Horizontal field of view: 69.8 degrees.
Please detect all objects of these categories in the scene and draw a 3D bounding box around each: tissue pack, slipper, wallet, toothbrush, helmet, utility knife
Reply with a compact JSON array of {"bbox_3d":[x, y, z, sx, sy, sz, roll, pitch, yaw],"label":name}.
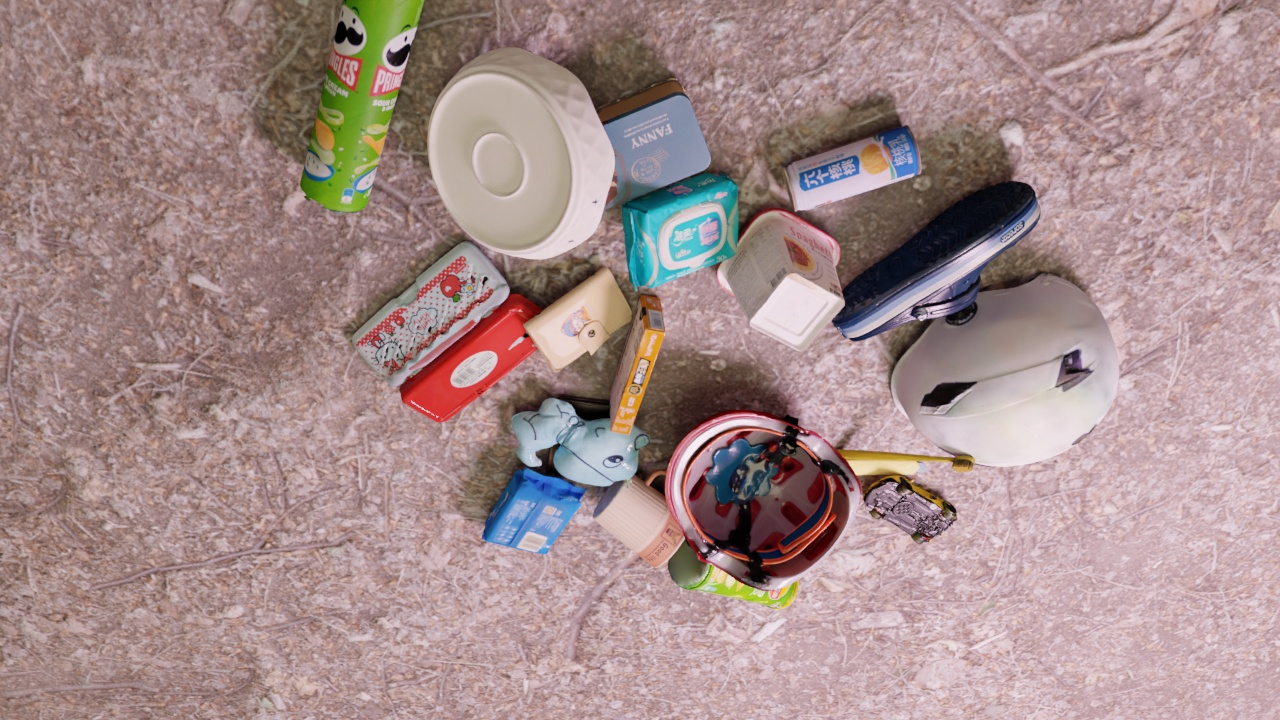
[{"bbox_3d":[-0.142,0.198,1.211,0.095,0.052,0.158,19,129,-20],"label":"tissue pack"},{"bbox_3d":[0.331,-0.092,1.009,0.253,0.105,0.095,-35,113,22],"label":"slipper"},{"bbox_3d":[-0.067,0.101,1.174,0.096,0.020,0.122,6,123,-8],"label":"wallet"},{"bbox_3d":[0.327,0.125,1.150,0.190,0.016,0.015,-1,143,46],"label":"toothbrush"},{"bbox_3d":[0.442,0.038,1.087,0.259,0.145,0.229,-22,124,12],"label":"helmet"},{"bbox_3d":[0.310,0.146,1.233,0.167,0.018,0.031,4,129,-5],"label":"utility knife"},{"bbox_3d":[-0.067,-0.043,1.044,0.115,0.024,0.087,-37,132,-9],"label":"wallet"},{"bbox_3d":[0.137,0.155,1.150,0.240,0.144,0.207,37,95,-9],"label":"helmet"},{"bbox_3d":[0.040,-0.136,0.964,0.133,0.050,0.093,-24,128,-23],"label":"tissue pack"}]

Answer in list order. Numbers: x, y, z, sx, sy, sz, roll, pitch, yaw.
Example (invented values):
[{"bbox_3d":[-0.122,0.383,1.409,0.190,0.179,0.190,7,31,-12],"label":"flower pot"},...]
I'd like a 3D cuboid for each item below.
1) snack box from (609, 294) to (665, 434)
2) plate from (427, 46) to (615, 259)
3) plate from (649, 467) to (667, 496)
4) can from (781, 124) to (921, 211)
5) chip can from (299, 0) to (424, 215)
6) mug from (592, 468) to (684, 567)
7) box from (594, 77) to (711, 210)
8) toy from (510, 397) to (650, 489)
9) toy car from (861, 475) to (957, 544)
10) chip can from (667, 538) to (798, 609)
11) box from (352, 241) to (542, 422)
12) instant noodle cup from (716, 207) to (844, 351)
[{"bbox_3d":[-0.006,0.006,1.074,0.026,0.075,0.154,11,124,-11],"label":"snack box"},{"bbox_3d":[-0.124,-0.191,0.882,0.205,0.045,0.205,13,118,26],"label":"plate"},{"bbox_3d":[0.085,0.208,1.258,0.179,0.024,0.180,-2,126,-3],"label":"plate"},{"bbox_3d":[0.219,-0.199,0.957,0.135,0.053,0.053,-17,125,8],"label":"can"},{"bbox_3d":[-0.266,-0.255,0.872,0.072,0.072,0.237,18,123,-16],"label":"chip can"},{"bbox_3d":[0.011,0.194,1.199,0.106,0.081,0.114,38,93,-7],"label":"mug"},{"bbox_3d":[-0.015,-0.213,0.926,0.184,0.062,0.090,-21,125,13],"label":"box"},{"bbox_3d":[-0.072,0.106,1.138,0.162,0.049,0.156,-28,112,19],"label":"toy"},{"bbox_3d":[0.369,0.201,1.261,0.155,0.041,0.071,28,119,-24],"label":"toy car"},{"bbox_3d":[0.128,0.289,1.247,0.073,0.072,0.221,-42,138,23],"label":"chip can"},{"bbox_3d":[-0.216,-0.026,1.054,0.201,0.058,0.161,-37,117,19],"label":"box"},{"bbox_3d":[0.156,-0.083,0.992,0.116,0.124,0.117,26,120,-20],"label":"instant noodle cup"}]
